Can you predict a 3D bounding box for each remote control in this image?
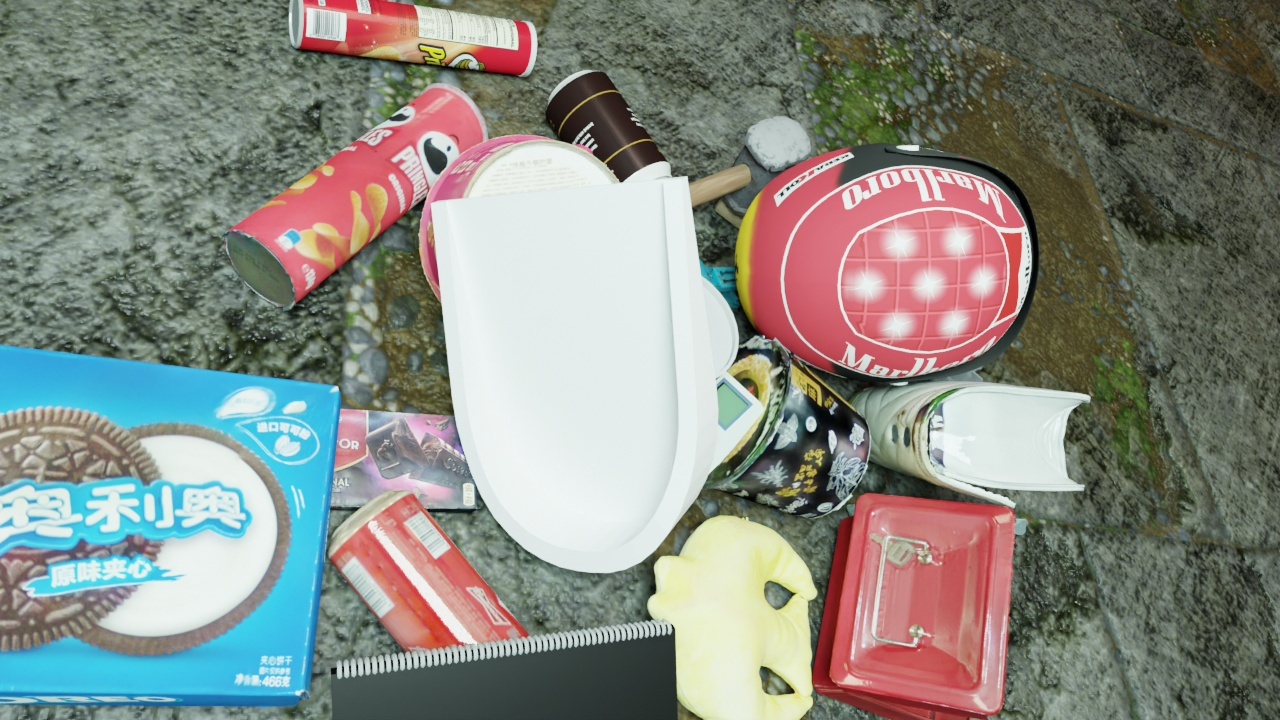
[{"bbox_3d":[0.032,0.075,0.709,0.024,0.143,0.049,47,0,-41],"label":"remote control"}]

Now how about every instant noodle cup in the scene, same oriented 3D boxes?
[{"bbox_3d":[-0.080,-0.098,0.722,0.178,0.078,0.178,0,90,-19],"label":"instant noodle cup"},{"bbox_3d":[0.116,0.062,0.760,0.112,0.138,0.137,28,52,-24],"label":"instant noodle cup"}]

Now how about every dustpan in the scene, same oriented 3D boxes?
[{"bbox_3d":[-0.048,0.017,0.622,0.053,0.192,0.258,-40,125,-56],"label":"dustpan"}]

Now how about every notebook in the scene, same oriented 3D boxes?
[{"bbox_3d":[-0.075,0.242,0.552,0.206,0.016,0.149,-2,91,-19],"label":"notebook"}]

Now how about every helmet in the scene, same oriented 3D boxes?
[{"bbox_3d":[0.217,-0.082,0.774,0.271,0.224,0.198,-3,105,-3],"label":"helmet"}]

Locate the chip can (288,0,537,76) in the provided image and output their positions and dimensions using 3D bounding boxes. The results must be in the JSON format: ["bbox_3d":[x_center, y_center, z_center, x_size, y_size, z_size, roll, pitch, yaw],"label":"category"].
[{"bbox_3d":[-0.203,-0.297,0.836,0.214,0.052,0.051,-3,64,-30],"label":"chip can"}]

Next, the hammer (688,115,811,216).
[{"bbox_3d":[0.012,-0.136,0.832,0.327,0.098,0.052,-25,75,-22],"label":"hammer"}]

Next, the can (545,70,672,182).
[{"bbox_3d":[-0.030,-0.205,0.865,0.071,0.072,0.128,-26,77,-37],"label":"can"}]

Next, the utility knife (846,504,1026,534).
[{"bbox_3d":[0.288,0.154,0.871,0.224,0.015,0.031,7,64,-27],"label":"utility knife"}]

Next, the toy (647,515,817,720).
[{"bbox_3d":[0.070,0.193,0.694,0.154,0.065,0.170,26,53,-21],"label":"toy"}]

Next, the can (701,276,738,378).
[{"bbox_3d":[-0.004,0.004,0.710,0.099,0.144,0.099,14,57,-22],"label":"can"}]

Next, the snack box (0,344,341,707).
[{"bbox_3d":[-0.307,0.096,0.534,0.238,0.056,0.195,8,60,-20],"label":"snack box"}]

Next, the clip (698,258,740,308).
[{"bbox_3d":[0.040,-0.058,0.850,0.130,0.121,0.031,15,46,-57],"label":"clip"}]

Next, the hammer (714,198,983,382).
[{"bbox_3d":[0.208,-0.063,0.934,0.323,0.051,0.117,41,54,1],"label":"hammer"}]

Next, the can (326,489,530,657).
[{"bbox_3d":[-0.128,0.164,0.597,0.170,0.067,0.067,49,51,5],"label":"can"}]

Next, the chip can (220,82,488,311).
[{"bbox_3d":[-0.216,-0.134,0.720,0.073,0.073,0.232,40,52,-3],"label":"chip can"}]

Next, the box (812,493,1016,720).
[{"bbox_3d":[0.219,0.205,0.739,0.147,0.156,0.157,6,65,23],"label":"box"}]

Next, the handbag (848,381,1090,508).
[{"bbox_3d":[0.266,0.065,0.779,0.142,0.198,0.096,3,90,-3],"label":"handbag"}]

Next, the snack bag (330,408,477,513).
[{"bbox_3d":[-0.191,0.071,0.650,0.155,0.018,0.074,5,61,-25],"label":"snack bag"}]
